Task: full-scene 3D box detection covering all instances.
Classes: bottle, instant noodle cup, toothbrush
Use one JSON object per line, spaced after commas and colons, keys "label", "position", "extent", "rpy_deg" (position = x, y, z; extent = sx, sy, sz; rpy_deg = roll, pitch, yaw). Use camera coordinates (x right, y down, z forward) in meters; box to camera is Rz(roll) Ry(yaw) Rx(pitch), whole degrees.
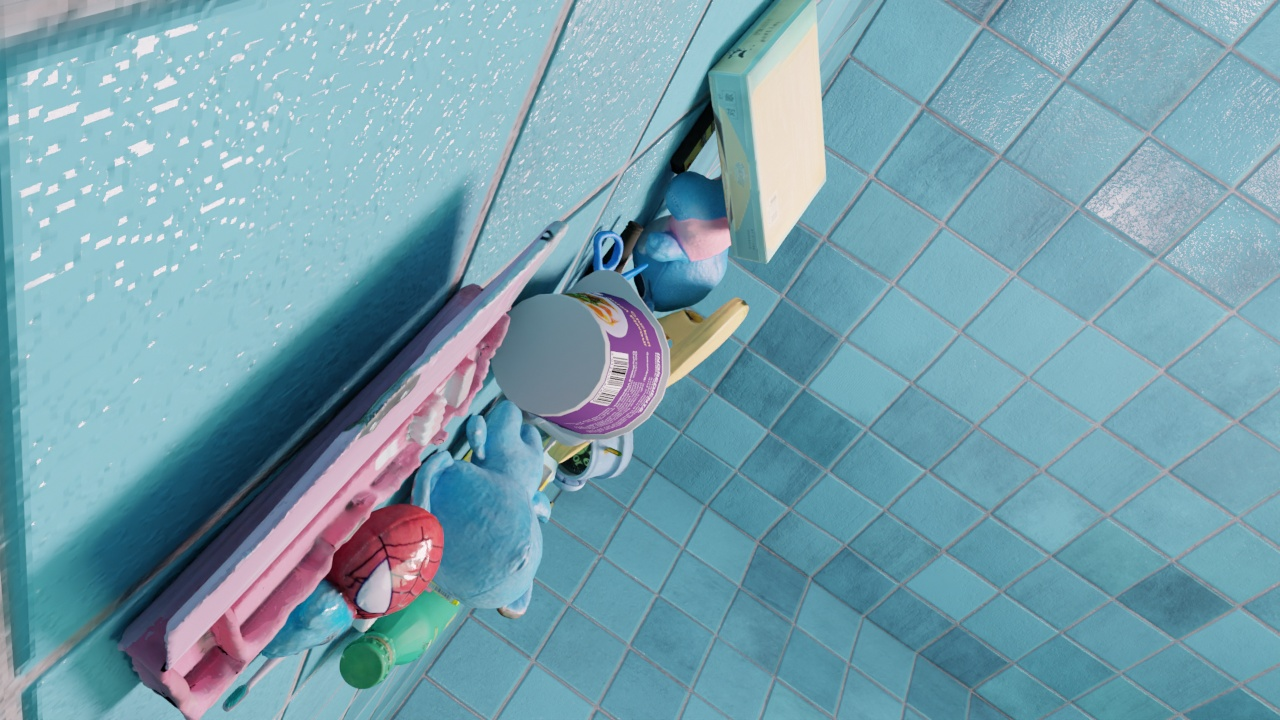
{"label": "bottle", "position": [-0.035, -0.069, 0.817], "extent": [0.123, 0.033, 0.033], "rpy_deg": [-57, 177, 20]}
{"label": "instant noodle cup", "position": [-0.048, -0.008, 0.671], "extent": [0.121, 0.122, 0.137], "rpy_deg": [14, 84, -77]}
{"label": "toothbrush", "position": [-0.221, 0.174, 0.636], "extent": [0.019, 0.018, 0.187], "rpy_deg": [-59, 176, 31]}
{"label": "bottle", "position": [-0.243, 0.272, 0.931], "extent": [0.068, 0.068, 0.209], "rpy_deg": [-56, 177, 5]}

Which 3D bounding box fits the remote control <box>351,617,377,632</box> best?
{"label": "remote control", "position": [-0.216, 0.185, 0.836], "extent": [0.133, 0.022, 0.050], "rpy_deg": [-53, 176, -41]}

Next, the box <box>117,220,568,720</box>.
{"label": "box", "position": [-0.130, 0.041, 0.412], "extent": [0.231, 0.040, 0.180], "rpy_deg": [-53, -179, -37]}

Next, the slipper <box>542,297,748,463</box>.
{"label": "slipper", "position": [-0.006, 0.006, 0.965], "extent": [0.263, 0.078, 0.099], "rpy_deg": [-39, 176, 8]}

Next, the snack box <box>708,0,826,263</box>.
{"label": "snack box", "position": [0.122, -0.207, 0.835], "extent": [0.141, 0.044, 0.194], "rpy_deg": [-53, 145, -34]}

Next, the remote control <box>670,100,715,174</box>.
{"label": "remote control", "position": [0.072, -0.236, 0.870], "extent": [0.133, 0.013, 0.058], "rpy_deg": [-56, 177, 5]}

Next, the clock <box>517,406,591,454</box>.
{"label": "clock", "position": [-0.057, 0.010, 0.875], "extent": [0.120, 0.061, 0.158], "rpy_deg": [-21, -142, 47]}

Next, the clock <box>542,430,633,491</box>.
{"label": "clock", "position": [-0.075, 0.093, 1.096], "extent": [0.060, 0.118, 0.163], "rpy_deg": [-11, 162, -41]}

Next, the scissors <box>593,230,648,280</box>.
{"label": "scissors", "position": [-0.040, -0.056, 0.779], "extent": [0.126, 0.013, 0.126], "rpy_deg": [-30, 146, -25]}

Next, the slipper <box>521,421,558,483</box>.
{"label": "slipper", "position": [-0.146, 0.136, 1.033], "extent": [0.277, 0.069, 0.115], "rpy_deg": [-56, 174, 18]}

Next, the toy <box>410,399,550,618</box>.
{"label": "toy", "position": [-0.134, 0.117, 0.765], "extent": [0.115, 0.183, 0.180], "rpy_deg": [-13, -136, 22]}

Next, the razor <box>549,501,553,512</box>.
{"label": "razor", "position": [-0.161, 0.204, 1.060], "extent": [0.044, 0.021, 0.143], "rpy_deg": [-10, -160, 43]}

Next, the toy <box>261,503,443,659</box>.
{"label": "toy", "position": [-0.179, 0.141, 0.580], "extent": [0.132, 0.062, 0.092], "rpy_deg": [-40, 163, -30]}

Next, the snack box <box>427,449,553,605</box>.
{"label": "snack box", "position": [-0.152, 0.139, 0.834], "extent": [0.151, 0.075, 0.025], "rpy_deg": [-54, 179, -32]}

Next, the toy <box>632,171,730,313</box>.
{"label": "toy", "position": [0.061, -0.135, 0.951], "extent": [0.223, 0.099, 0.192], "rpy_deg": [-41, 169, -37]}
